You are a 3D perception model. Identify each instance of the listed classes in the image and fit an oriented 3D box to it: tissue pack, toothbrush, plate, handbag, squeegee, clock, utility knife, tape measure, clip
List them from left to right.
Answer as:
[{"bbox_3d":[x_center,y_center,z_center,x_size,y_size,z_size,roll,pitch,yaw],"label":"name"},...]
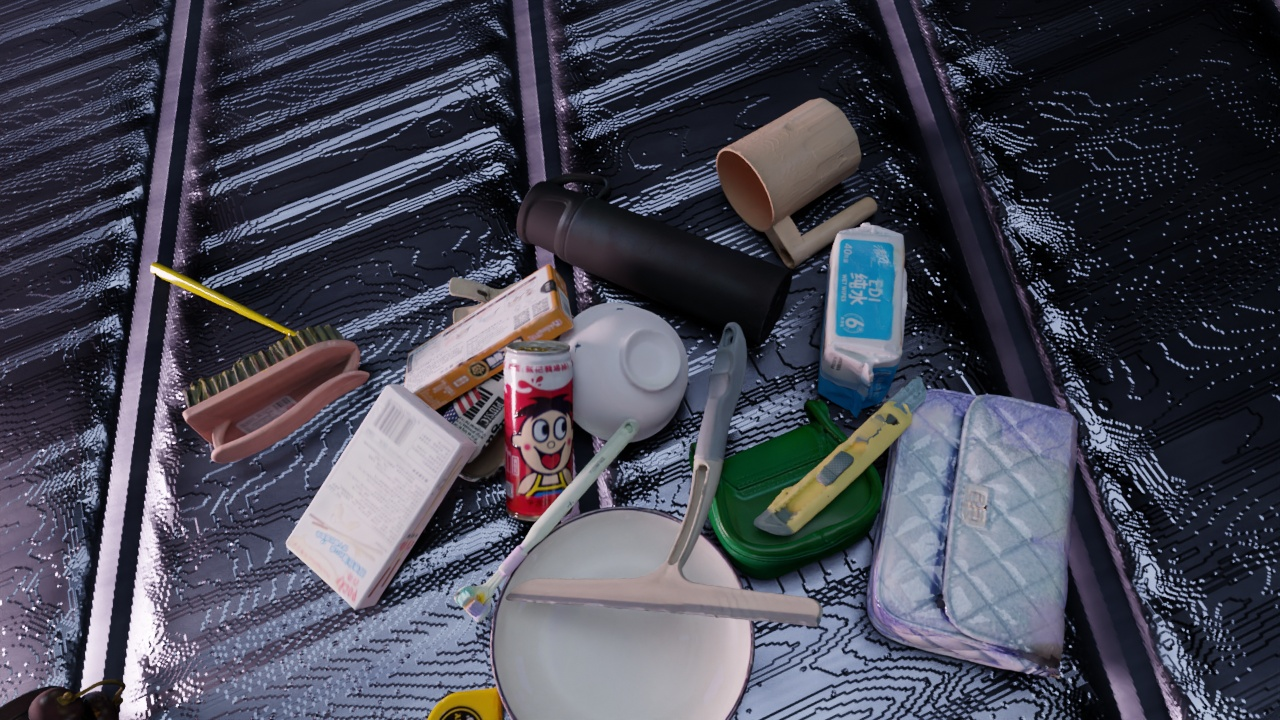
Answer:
[{"bbox_3d":[-0.427,0.272,0.657,0.055,0.082,0.121,41,75,17],"label":"clock"},{"bbox_3d":[-0.381,-0.049,0.848,0.190,0.016,0.016,25,75,16],"label":"toothbrush"},{"bbox_3d":[-0.125,0.269,0.662,0.057,0.029,0.060,-6,64,1],"label":"tape measure"},{"bbox_3d":[-0.119,-0.049,0.815,0.097,0.060,0.034,-1,64,-9],"label":"clip"},{"bbox_3d":[-0.065,0.115,0.690,0.029,0.020,0.189,38,76,19],"label":"toothbrush"},{"bbox_3d":[-0.013,0.205,0.679,0.192,0.039,0.192,-2,64,4],"label":"plate"},{"bbox_3d":[0.045,0.077,0.672,0.247,0.039,0.245,-7,49,35],"label":"squeegee"},{"bbox_3d":[0.111,0.097,0.705,0.131,0.068,0.120,-22,63,-7],"label":"handbag"},{"bbox_3d":[0.154,0.071,0.677,0.177,0.019,0.031,-37,64,-23],"label":"utility knife"},{"bbox_3d":[0.183,-0.034,0.752,0.063,0.090,0.139,6,64,8],"label":"tissue pack"},{"bbox_3d":[0.247,0.121,0.678,0.134,0.076,0.193,11,66,10],"label":"handbag"}]

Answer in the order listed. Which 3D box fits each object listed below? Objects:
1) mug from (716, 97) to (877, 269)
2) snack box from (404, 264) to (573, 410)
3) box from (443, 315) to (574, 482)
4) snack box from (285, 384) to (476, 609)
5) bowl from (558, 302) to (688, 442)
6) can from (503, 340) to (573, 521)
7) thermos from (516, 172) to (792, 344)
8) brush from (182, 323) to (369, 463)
[{"bbox_3d":[0.145,-0.161,0.831,0.103,0.084,0.124,-33,90,-13],"label":"mug"},{"bbox_3d":[-0.129,-0.016,0.761,0.154,0.026,0.075,-31,33,11],"label":"snack box"},{"bbox_3d":[-0.112,0.019,0.758,0.075,0.077,0.163,30,72,27],"label":"box"},{"bbox_3d":[-0.204,0.106,0.718,0.085,0.027,0.157,35,96,19],"label":"snack box"},{"bbox_3d":[-0.004,0.004,0.734,0.118,0.065,0.118,5,79,-23],"label":"bowl"},{"bbox_3d":[-0.079,0.053,0.712,0.053,0.053,0.133,2,102,6],"label":"can"},{"bbox_3d":[0.014,-0.101,0.809,0.242,0.068,0.089,25,73,16],"label":"thermos"},{"bbox_3d":[-0.304,0.027,0.779,0.145,0.063,0.073,-29,61,-12],"label":"brush"}]
